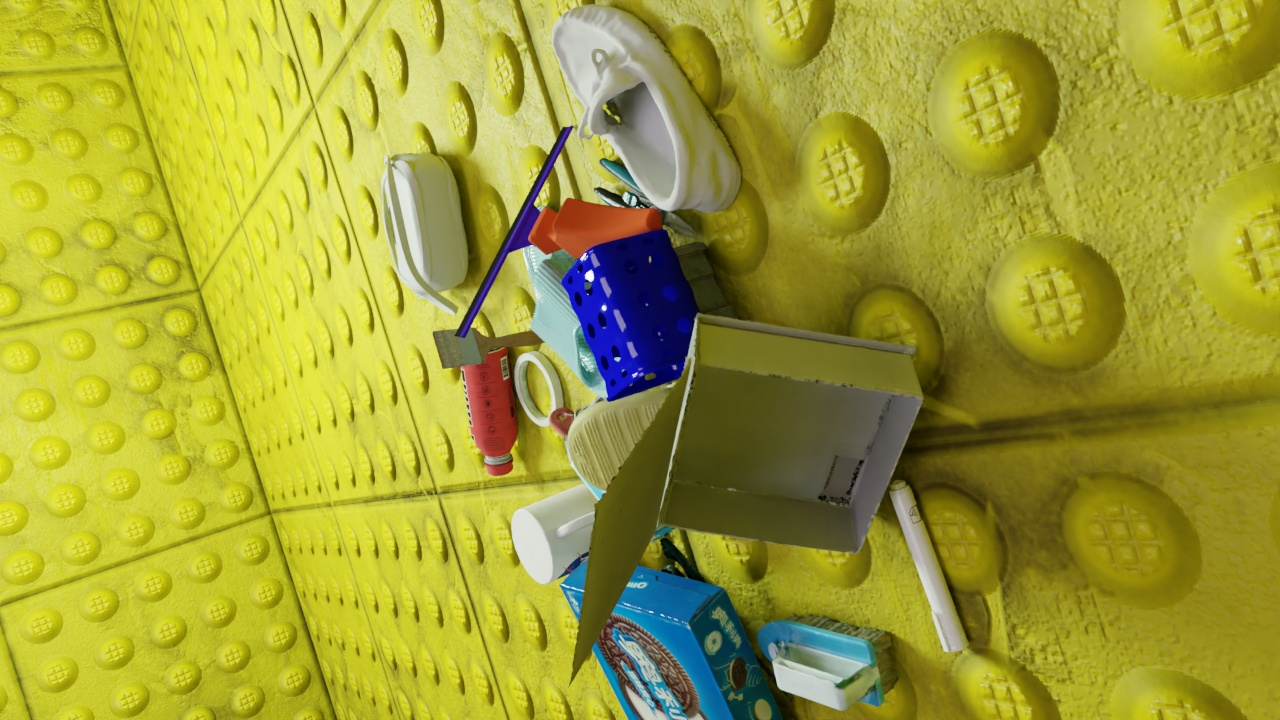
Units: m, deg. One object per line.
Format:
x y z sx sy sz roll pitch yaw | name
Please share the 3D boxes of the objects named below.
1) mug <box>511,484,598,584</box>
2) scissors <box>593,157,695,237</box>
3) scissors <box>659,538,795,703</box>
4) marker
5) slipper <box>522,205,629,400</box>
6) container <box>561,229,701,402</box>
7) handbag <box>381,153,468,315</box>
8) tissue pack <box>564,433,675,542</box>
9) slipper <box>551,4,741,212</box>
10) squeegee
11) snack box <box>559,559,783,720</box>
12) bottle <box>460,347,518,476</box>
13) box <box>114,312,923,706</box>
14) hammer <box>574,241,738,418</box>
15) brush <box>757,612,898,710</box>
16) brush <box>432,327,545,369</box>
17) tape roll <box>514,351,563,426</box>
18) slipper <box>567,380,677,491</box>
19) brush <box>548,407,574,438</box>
-0.083 0.197 1.065 0.122 0.090 0.091 -41 71 54 | mug
0.000 -0.143 0.856 0.139 0.019 0.129 -25 79 52 | scissors
0.080 0.263 0.916 0.209 0.015 0.155 51 163 6 | scissors
0.214 0.154 0.690 0.017 0.020 0.133 -26 83 66 | marker
-0.081 -0.060 0.928 0.116 0.069 0.276 101 149 -42 | slipper
-0.003 -0.038 0.769 0.085 0.084 0.113 -37 73 58 | container
-0.307 -0.167 1.219 0.223 0.095 0.216 10 111 58 | handbag
-0.003 0.115 0.914 0.144 0.092 0.062 50 142 30 | tissue pack
-0.009 -0.219 0.800 0.112 0.074 0.246 -51 60 34 | slipper
-0.052 -0.120 0.836 0.185 0.249 0.055 3 152 45 | squeegee
0.040 0.316 0.915 0.196 0.056 0.239 0 119 49 | snack box
-0.192 0.063 1.183 0.062 0.062 0.177 18 119 50 | bottle
-0.037 0.095 0.591 0.148 0.505 0.167 46 139 40 | box
-0.005 0.005 0.918 0.098 0.044 0.323 64 147 12 | hammer
0.145 0.255 0.785 0.136 0.075 0.055 -4 101 55 | brush
-0.159 -0.019 1.027 0.008 0.142 0.045 -43 61 52 | brush
-0.124 0.035 1.118 0.093 0.013 0.093 27 125 46 | tape roll
0.025 0.054 0.837 0.191 0.081 0.092 -17 113 19 | slipper
-0.050 0.116 1.033 0.172 0.040 0.030 46 155 34 | brush
